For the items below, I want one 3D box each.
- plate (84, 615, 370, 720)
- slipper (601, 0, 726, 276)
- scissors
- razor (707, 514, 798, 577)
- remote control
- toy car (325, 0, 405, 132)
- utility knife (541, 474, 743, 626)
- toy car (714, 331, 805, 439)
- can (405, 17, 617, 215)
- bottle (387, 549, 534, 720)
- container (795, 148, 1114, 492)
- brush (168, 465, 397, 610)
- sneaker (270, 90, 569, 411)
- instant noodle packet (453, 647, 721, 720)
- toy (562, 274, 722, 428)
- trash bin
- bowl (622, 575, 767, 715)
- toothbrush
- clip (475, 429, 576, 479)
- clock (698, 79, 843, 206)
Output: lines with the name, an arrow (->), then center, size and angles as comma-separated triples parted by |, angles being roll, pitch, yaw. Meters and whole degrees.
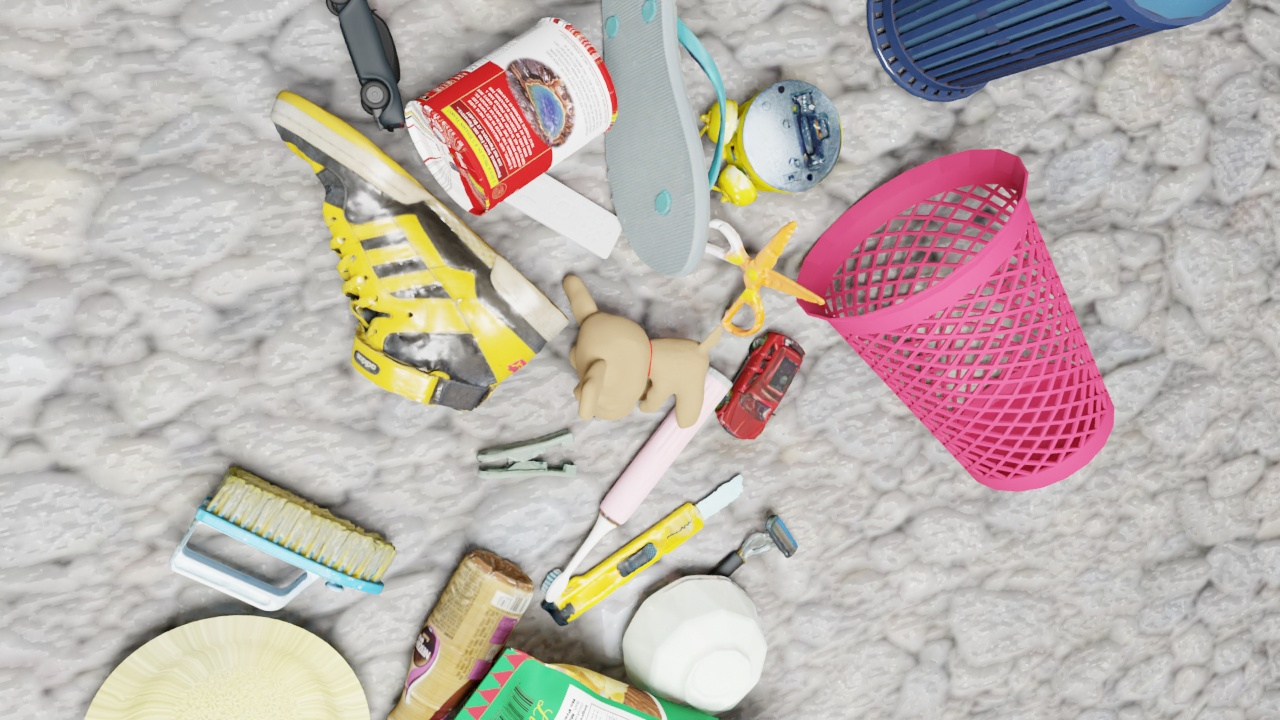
plate -> -0.287, 0.263, 0.647 | 0.184, 0.036, 0.184 | -2, 97, -16
slipper -> 0.015, -0.193, 0.669 | 0.054, 0.098, 0.268 | -8, 90, -40
scissors -> 0.082, -0.070, 0.693 | 0.011, 0.126, 0.128 | -32, 75, -37
razor -> 0.062, 0.180, 0.751 | 0.144, 0.022, 0.043 | -36, 116, -5
remote control -> -0.074, -0.120, 0.680 | 0.131, 0.012, 0.033 | 29, 79, -17
toy car -> -0.184, -0.211, 0.621 | 0.034, 0.046, 0.112 | -20, 103, -13
utility knife -> 0.006, 0.149, 0.735 | 0.191, 0.018, 0.030 | -34, 113, -14
toy car -> 0.097, 0.022, 0.737 | 0.042, 0.036, 0.091 | 32, 92, -18
can -> -0.086, -0.166, 0.623 | 0.116, 0.087, 0.086 | -39, 105, -20
bottle -> -0.142, 0.224, 0.674 | 0.059, 0.060, 0.166 | 30, 88, -17
container -> 0.260, -0.017, 0.718 | 0.183, 0.183, 0.226 | -45, 113, -8
brush -> -0.243, 0.135, 0.635 | 0.136, 0.055, 0.075 | 30, 82, -18
sneaker -> -0.173, -0.061, 0.619 | 0.238, 0.086, 0.122 | 41, 86, -14
instant noodle packet -> -0.029, 0.315, 0.683 | 0.252, 0.090, 0.196 | 26, 117, -17
toy -> -0.004, 0.004, 0.677 | 0.108, 0.134, 0.106 | 7, 135, -19
trash bin -> 0.286, -0.274, 0.646 | 0.139, 0.250, 0.139 | -2, 96, -17
bowl -> 0.050, 0.233, 0.719 | 0.117, 0.061, 0.117 | -6, 110, -18
toothbrush -> -0.005, 0.097, 0.718 | 0.222, 0.026, 0.027 | -51, 126, -6
clip -> -0.085, 0.067, 0.694 | 0.078, 0.023, 0.050 | 9, 91, -19
clock -> 0.096, -0.166, 0.703 | 0.118, 0.057, 0.083 | -18, 101, -14
